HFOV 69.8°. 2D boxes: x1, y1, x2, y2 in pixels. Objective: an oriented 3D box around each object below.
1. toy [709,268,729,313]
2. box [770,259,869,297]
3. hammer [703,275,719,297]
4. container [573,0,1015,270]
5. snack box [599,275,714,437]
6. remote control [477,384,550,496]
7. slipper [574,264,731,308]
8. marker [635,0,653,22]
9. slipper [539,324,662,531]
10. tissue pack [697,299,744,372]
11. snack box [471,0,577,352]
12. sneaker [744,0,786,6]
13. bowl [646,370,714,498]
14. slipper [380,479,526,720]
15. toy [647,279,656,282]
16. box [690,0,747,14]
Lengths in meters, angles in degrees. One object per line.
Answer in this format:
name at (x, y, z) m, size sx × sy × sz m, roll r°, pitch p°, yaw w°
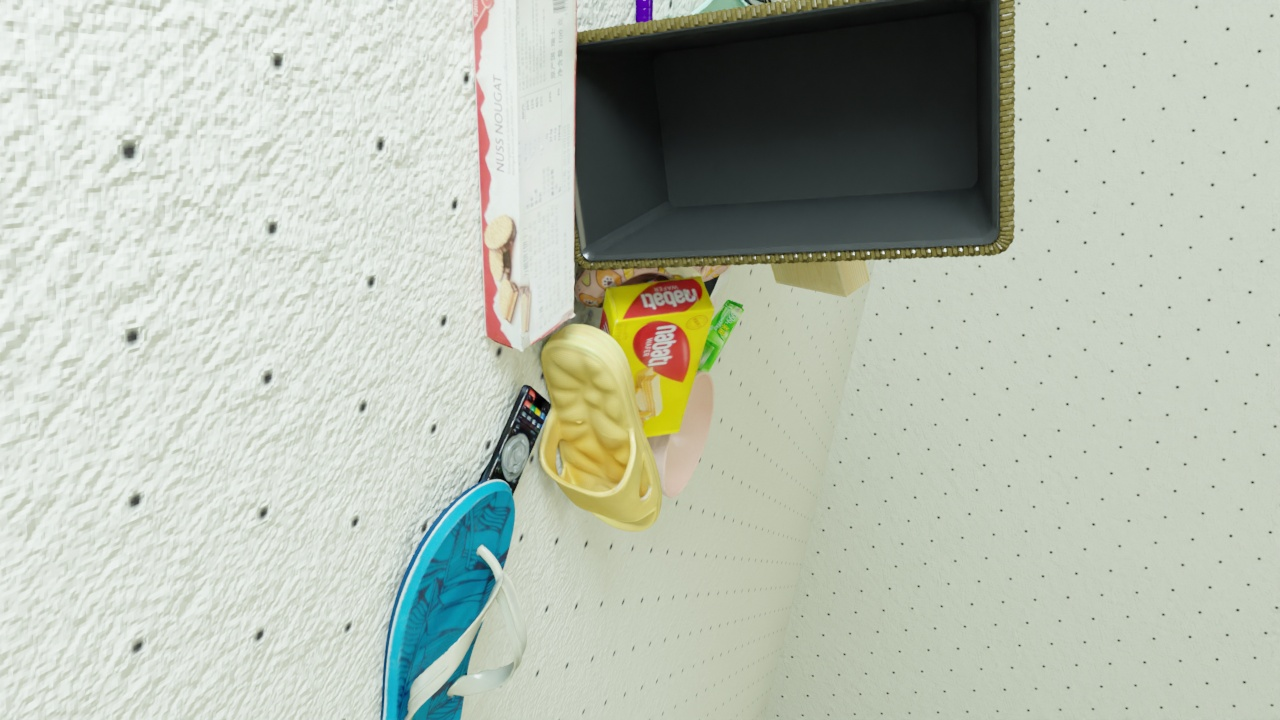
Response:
toy at (0.083, -0.088, 1.155) m, size 0.095 × 0.041 × 0.109 m, roll -49°, pitch 153°, yaw -55°
box at (0.183, -0.226, 1.130) m, size 0.252 × 0.119 × 0.248 m, roll -89°, pitch 161°, yaw -62°
hammer at (0.078, -0.106, 1.026) m, size 0.139 × 0.035 × 0.311 m, roll 65°, pitch 31°, yaw -29°
container at (0.122, -0.186, 0.723) m, size 0.204 × 0.322 × 0.176 m, roll -42°, pitch 128°, yaw -60°
snack box at (0.005, 0.005, 0.869) m, size 0.201 × 0.092 × 0.042 m, roll 102°, pitch -25°, yaw -51°
remote control at (-0.116, 0.090, 0.772) m, size 0.140 × 0.021 × 0.045 m, roll -67°, pitch 152°, yaw -16°
slipper at (0.030, -0.078, 0.863) m, size 0.196 × 0.081 × 0.093 m, roll -22°, pitch 167°, yaw -40°
marker at (0.004, -0.276, 0.825) m, size 0.018 × 0.015 × 0.134 m, roll -50°, pitch 149°, yaw -44°
slipper at (-0.046, 0.084, 0.853) m, size 0.078 × 0.099 × 0.264 m, roll -55°, pitch 149°, yaw -39°
tissue pack at (0.088, -0.017, 1.182) m, size 0.113 × 0.034 × 0.100 m, roll -54°, pitch 175°, yaw -48°
snack box at (-0.082, -0.142, 0.658) m, size 0.076 × 0.044 × 0.273 m, roll -41°, pitch 142°, yaw -48°
sneaker at (0.139, -0.393, 1.020) m, size 0.097 × 0.091 × 0.245 m, roll -63°, pitch 165°, yaw 13°
bowl at (0.024, 0.077, 1.069) m, size 0.153 × 0.076 × 0.153 m, roll 16°, pitch 89°, yaw -69°
slipper at (-0.147, 0.238, 0.726) m, size 0.118 × 0.060 × 0.295 m, roll -8°, pitch 116°, yaw -55°
toy at (0.008, -0.066, 0.959) m, size 0.065 × 0.050 × 0.102 m, roll 46°, pitch 56°, yaw -63°
box at (0.069, -0.303, 0.933) m, size 0.138 × 0.055 × 0.186 m, roll -61°, pitch 164°, yaw 13°
